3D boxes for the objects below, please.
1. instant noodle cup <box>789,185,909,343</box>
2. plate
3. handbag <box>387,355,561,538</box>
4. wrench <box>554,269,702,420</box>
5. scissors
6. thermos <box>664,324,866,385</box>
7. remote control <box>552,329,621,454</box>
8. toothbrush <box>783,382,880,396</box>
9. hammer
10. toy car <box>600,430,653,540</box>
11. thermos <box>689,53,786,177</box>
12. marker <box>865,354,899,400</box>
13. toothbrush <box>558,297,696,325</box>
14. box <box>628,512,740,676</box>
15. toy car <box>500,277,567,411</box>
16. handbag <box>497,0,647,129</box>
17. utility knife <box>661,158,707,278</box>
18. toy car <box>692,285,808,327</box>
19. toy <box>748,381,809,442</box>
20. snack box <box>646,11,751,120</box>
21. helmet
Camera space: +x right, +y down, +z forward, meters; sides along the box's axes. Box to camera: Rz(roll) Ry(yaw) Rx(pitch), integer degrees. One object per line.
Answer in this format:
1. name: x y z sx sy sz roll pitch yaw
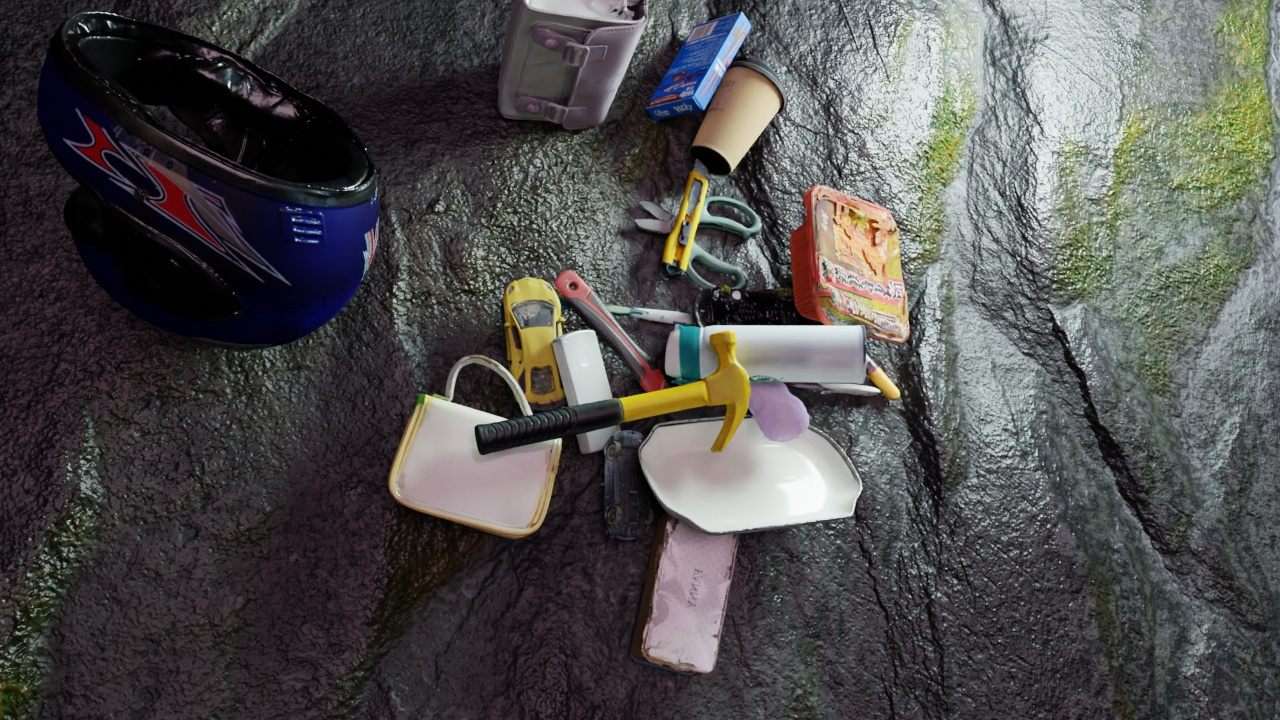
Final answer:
1. instant noodle cup: 0.252 -0.112 1.135 0.164 0.079 0.188 12 69 -35
2. plate: 0.122 0.131 1.026 0.265 0.034 0.162 -3 44 -27
3. handbag: -0.167 0.088 0.974 0.163 0.063 0.178 18 73 -10
4. wrench: -0.006 0.006 1.064 0.056 0.016 0.273 -38 92 -26
5. scissors: 0.072 -0.141 1.142 0.177 0.019 0.169 1 74 -17
6. thermos: 0.140 -0.005 1.046 0.224 0.073 0.073 0 72 7
7. remote control: -0.059 0.034 1.023 0.056 0.019 0.135 -18 94 -45
8. toothbrush: 0.210 0.026 1.132 0.187 0.016 0.017 7 62 -14
9. hammer: -0.023 0.054 0.967 0.300 0.033 0.128 -11 89 -16
10. toy car: -0.016 0.138 1.014 0.054 0.037 0.120 10 75 -38
11. thermos: 0.122 -0.310 1.174 0.093 0.093 0.143 32 75 -5
12. marker: 0.283 0.001 1.162 0.018 0.015 0.124 -37 84 -24
13. toothbrush: -0.020 -0.057 1.091 0.191 0.018 0.016 6 71 -17
14. box: 0.048 0.255 0.991 0.090 0.062 0.184 19 71 -9
15. toy car: -0.119 -0.019 1.028 0.071 0.041 0.155 -4 83 -18
16. handbag: -0.083 -0.358 1.067 0.145 0.197 0.098 3 70 -15
17. utility knife: 0.057 -0.176 1.129 0.033 0.015 0.173 19 69 -11
18. toy car: 0.135 -0.054 1.119 0.158 0.042 0.070 4 72 -20
19. toy: 0.150 0.050 1.071 0.083 0.039 0.108 -28 63 -15
20. snack box: 0.075 -0.378 1.180 0.026 0.085 0.156 45 62 -36
21. helmet: -0.415 -0.145 0.876 0.315 0.241 0.246 30 29 -13
